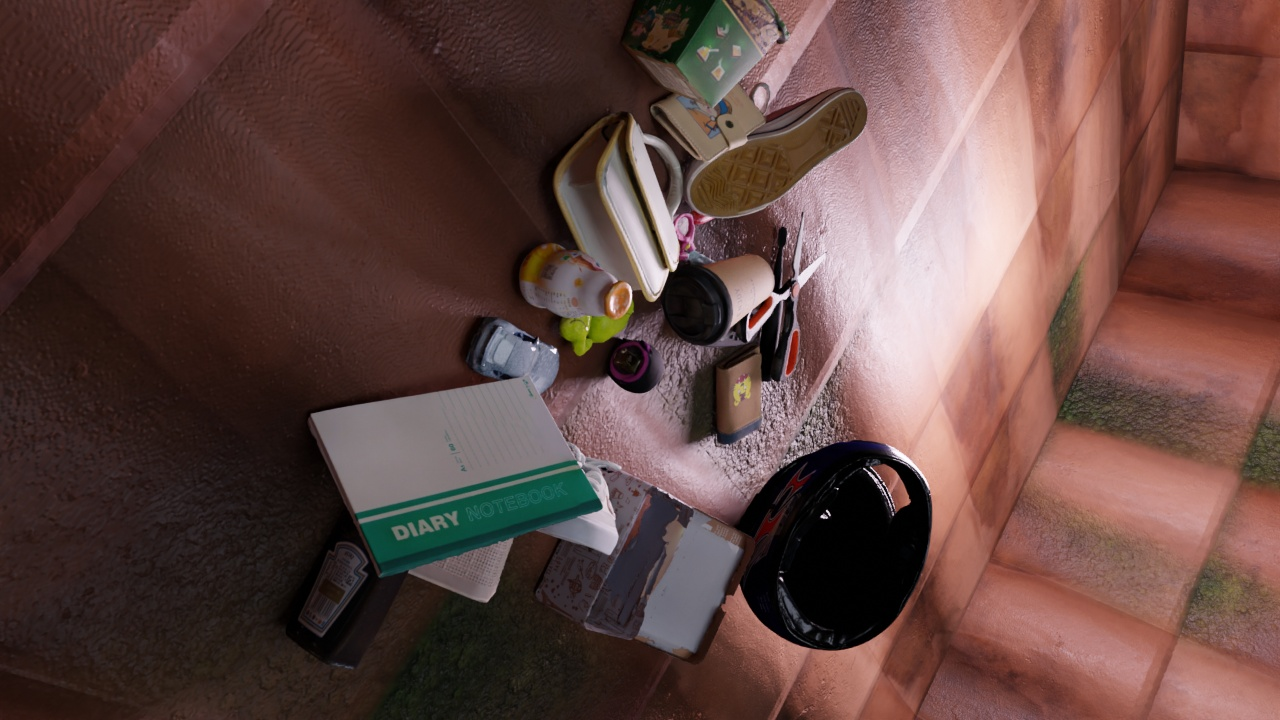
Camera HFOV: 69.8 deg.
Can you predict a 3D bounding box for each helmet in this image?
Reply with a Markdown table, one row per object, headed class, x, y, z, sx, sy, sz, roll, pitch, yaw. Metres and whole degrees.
| class | x | y | z | sx | sy | sz | roll | pitch | yaw |
| --- | --- | --- | --- | --- | --- | --- | --- | --- | --- |
| helmet | 0.269 | 0.247 | 1.315 | 0.240 | 0.247 | 0.316 | -111 | -137 | -79 |

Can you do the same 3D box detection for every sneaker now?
| class | x | y | z | sx | sy | sz | roll | pitch | yaw |
| --- | --- | --- | --- | --- | --- | --- | --- | --- | --- |
| sneaker | -0.057 | 0.132 | 0.900 | 0.242 | 0.089 | 0.090 | 105 | 2 | -83 |
| sneaker | 0.143 | -0.242 | 1.047 | 0.240 | 0.088 | 0.118 | -32 | 121 | -12 |

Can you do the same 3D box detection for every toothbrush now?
| class | x | y | z | sx | sy | sz | roll | pitch | yaw |
| --- | --- | --- | --- | --- | --- | --- | --- | --- | --- |
| toothbrush | 0.178 | -0.074 | 1.227 | 0.027 | 0.026 | 0.213 | -74 | 169 | -70 |

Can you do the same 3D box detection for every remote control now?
| class | x | y | z | sx | sy | sz | roll | pitch | yaw |
| --- | --- | --- | --- | --- | --- | --- | --- | --- | --- |
| remote control | 0.107 | -0.044 | 1.147 | 0.136 | 0.024 | 0.053 | -4 | 109 | -52 |

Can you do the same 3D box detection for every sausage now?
| class | x | y | z | sx | sy | sz | roll | pitch | yaw |
| --- | --- | --- | --- | --- | --- | --- | --- | --- | --- |
| sausage | 0.105 | -0.186 | 1.079 | 0.155 | 0.020 | 0.020 | -30 | 129 | -42 |

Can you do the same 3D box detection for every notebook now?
| class | x | y | z | sx | sy | sz | roll | pitch | yaw |
| --- | --- | --- | --- | --- | --- | --- | --- | --- | --- |
| notebook | -0.147 | 0.086 | 0.758 | 0.208 | 0.150 | 0.012 | -10 | 146 | -40 |

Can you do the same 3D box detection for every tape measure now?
| class | x | y | z | sx | sy | sz | roll | pitch | yaw |
| --- | --- | --- | --- | --- | --- | --- | --- | --- | --- |
| tape measure | -0.006 | 0.006 | 0.997 | 0.039 | 0.058 | 0.057 | 29 | 86 | -54 |

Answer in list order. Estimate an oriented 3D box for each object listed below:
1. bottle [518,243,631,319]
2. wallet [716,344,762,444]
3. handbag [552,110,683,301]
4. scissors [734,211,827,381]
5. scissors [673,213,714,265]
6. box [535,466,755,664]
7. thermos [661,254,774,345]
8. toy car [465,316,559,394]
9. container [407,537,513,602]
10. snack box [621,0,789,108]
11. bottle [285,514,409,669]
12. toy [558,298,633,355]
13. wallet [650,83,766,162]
| class | x | y | z | sx | sy | sz | roll | pitch | yaw |
| --- | --- | --- | --- | --- | --- | --- | --- | --- | --- |
| bottle | -0.059 | -0.069 | 0.845 | 0.063 | 0.108 | 0.063 | -29 | 130 | -42 |
| wallet | 0.132 | 0.045 | 1.221 | 0.090 | 0.033 | 0.115 | -28 | 125 | -41 |
| handbag | 0.001 | -0.164 | 0.910 | 0.178 | 0.063 | 0.163 | -60 | 141 | -36 |
| scissors | 0.186 | -0.076 | 1.200 | 0.220 | 0.022 | 0.235 | -25 | 122 | -48 |
| scissors | 0.054 | -0.114 | 1.054 | 0.073 | 0.017 | 0.137 | -54 | 149 | -4 |
| box | 0.017 | 0.251 | 1.101 | 0.259 | 0.110 | 0.178 | 36 | 77 | -53 |
| thermos | 0.093 | -0.076 | 1.056 | 0.142 | 0.093 | 0.093 | -27 | 127 | -46 |
| toy car | -0.116 | -0.001 | 0.868 | 0.120 | 0.037 | 0.054 | 31 | 81 | -57 |
| container | -0.154 | 0.145 | 0.826 | 0.090 | 0.090 | 0.111 | 111 | 2 | -83 |
| snack box | 0.053 | -0.314 | 0.883 | 0.105 | 0.118 | 0.117 | -56 | 144 | 3 |
| bottle | -0.222 | 0.152 | 0.767 | 0.044 | 0.080 | 0.194 | 40 | 71 | -52 |
| toy | -0.044 | -0.050 | 0.940 | 0.100 | 0.031 | 0.096 | 10 | 92 | -52 |
| wallet | 0.075 | -0.255 | 0.962 | 0.114 | 0.087 | 0.024 | -39 | 173 | -37 |
